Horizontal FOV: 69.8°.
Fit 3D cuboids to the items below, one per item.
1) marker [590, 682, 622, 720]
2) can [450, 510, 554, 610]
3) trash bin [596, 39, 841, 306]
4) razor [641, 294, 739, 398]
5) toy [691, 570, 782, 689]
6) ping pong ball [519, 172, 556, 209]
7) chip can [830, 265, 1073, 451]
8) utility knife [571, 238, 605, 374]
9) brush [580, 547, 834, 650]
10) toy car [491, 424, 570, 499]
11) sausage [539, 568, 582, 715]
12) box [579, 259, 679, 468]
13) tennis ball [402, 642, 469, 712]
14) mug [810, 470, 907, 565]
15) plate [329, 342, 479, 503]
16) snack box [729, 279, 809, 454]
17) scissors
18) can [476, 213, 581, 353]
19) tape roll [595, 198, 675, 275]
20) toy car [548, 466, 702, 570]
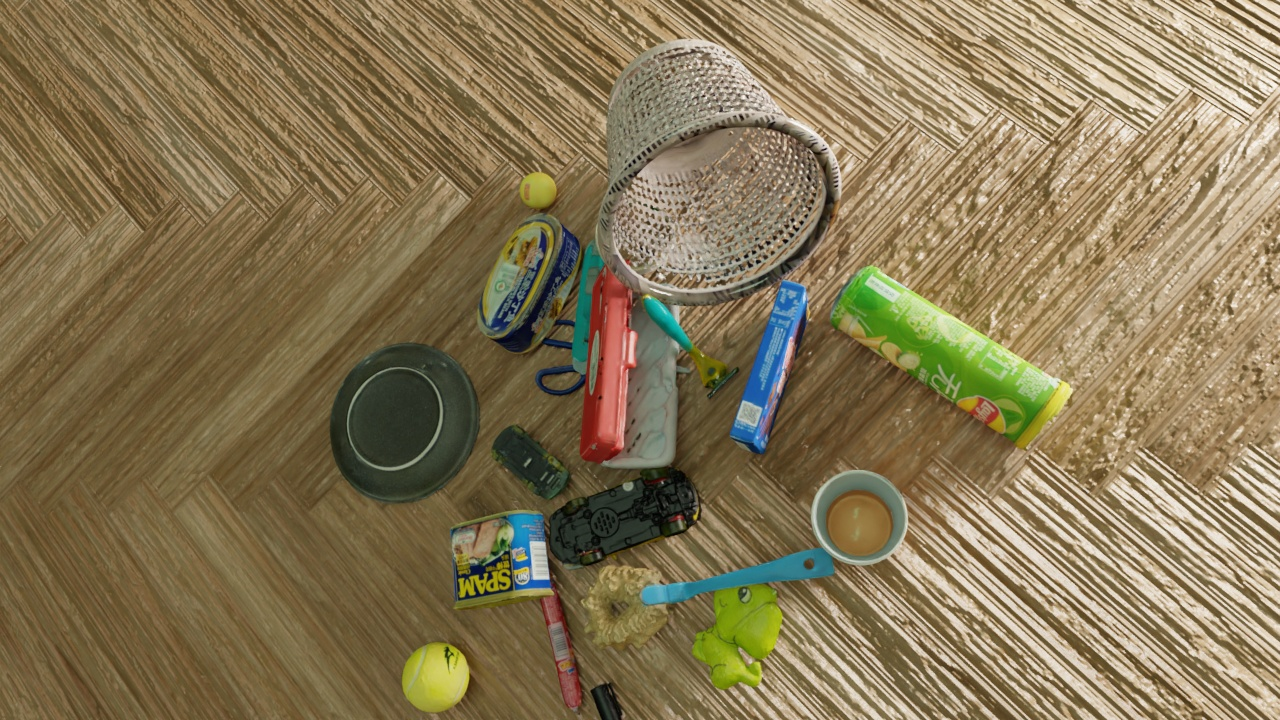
[{"bbox_3d":[-0.013,0.371,0.869,0.022,0.020,0.132,-18,70,-22],"label":"marker"},{"bbox_3d":[-0.140,0.199,0.910,0.102,0.057,0.083,-18,70,29],"label":"can"},{"bbox_3d":[0.056,-0.196,0.888,0.228,0.227,0.191,-21,51,8],"label":"trash bin"},{"bbox_3d":[0.043,-0.019,0.908,0.043,0.028,0.132,-43,114,4],"label":"razor"},{"bbox_3d":[0.094,0.254,0.862,0.100,0.031,0.096,-39,64,5],"label":"toy"},{"bbox_3d":[-0.113,-0.187,1.013,0.040,0.040,0.040,-3,76,13],"label":"ping pong ball"},{"bbox_3d":[0.282,-0.007,0.857,0.221,0.072,0.072,36,87,18],"label":"chip can"},{"bbox_3d":[-0.053,-0.062,0.975,0.029,0.013,0.164,1,70,13],"label":"utility knife"},{"bbox_3d":[0.056,0.214,0.859,0.255,0.046,0.083,-18,66,21],"label":"brush"},{"bbox_3d":[-0.113,0.105,0.946,0.091,0.036,0.043,38,89,18],"label":"toy car"},{"bbox_3d":[-0.081,0.271,0.908,0.020,0.020,0.155,-19,73,9],"label":"sausage"},{"bbox_3d":[-0.003,0.006,0.914,0.098,0.095,0.201,9,67,-14],"label":"box"},{"bbox_3d":[-0.201,0.312,0.904,0.065,0.065,0.065,-3,76,13],"label":"tennis ball"},{"bbox_3d":[0.195,0.143,0.816,0.078,0.123,0.078,-3,76,14],"label":"mug"},{"bbox_3d":[-0.264,0.065,1.000,0.179,0.024,0.179,-3,76,13],"label":"plate"},{"bbox_3d":[0.127,0.009,0.885,0.026,0.084,0.157,17,82,17],"label":"snack box"},{"bbox_3d":[-0.033,-0.011,0.968,0.171,0.012,0.141,-30,72,3],"label":"scissors"},{"bbox_3d":[-0.119,-0.082,0.978,0.075,0.049,0.148,20,81,28],"label":"can"},{"bbox_3d":[-0.006,-0.132,0.981,0.086,0.014,0.085,-1,72,4],"label":"tape roll"},{"bbox_3d":[-0.017,0.155,0.908,0.156,0.041,0.071,-21,73,3],"label":"toy car"}]
